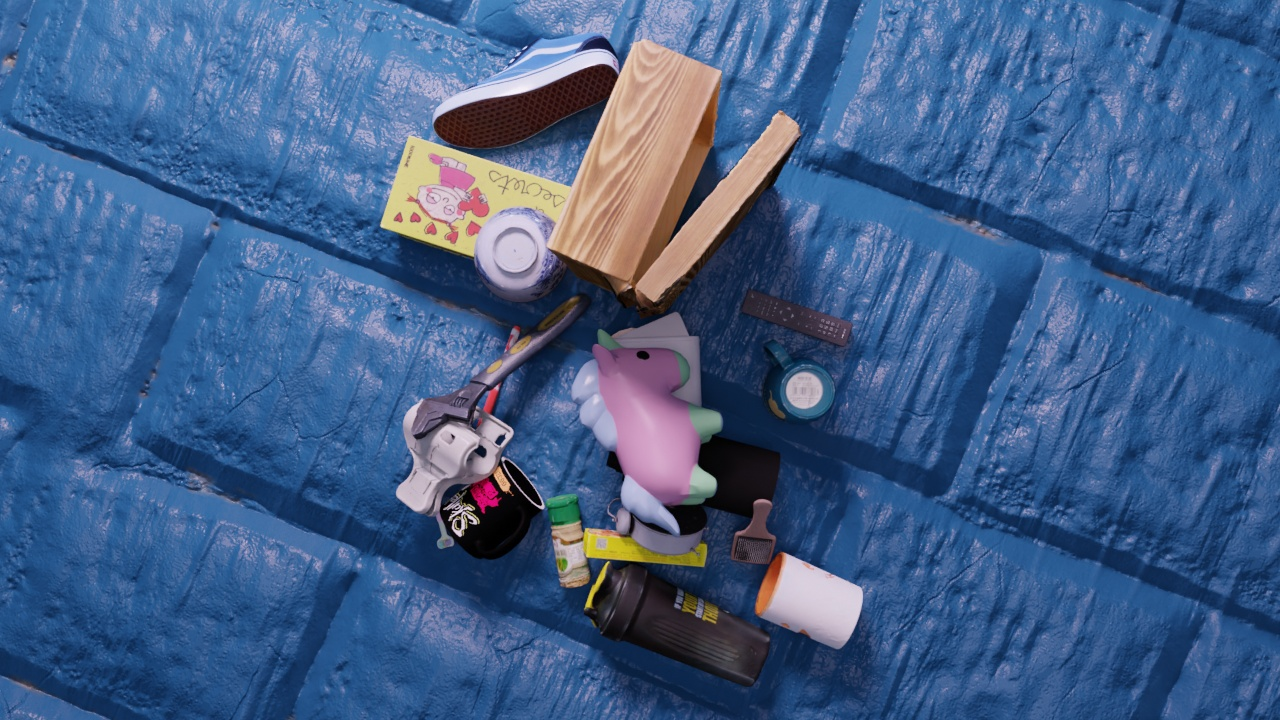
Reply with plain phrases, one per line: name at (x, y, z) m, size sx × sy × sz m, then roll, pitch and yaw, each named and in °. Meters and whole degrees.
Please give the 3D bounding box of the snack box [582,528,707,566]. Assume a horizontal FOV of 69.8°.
snack box at (0.005, 0.228, 1.121) m, size 0.148 × 0.040 × 0.029 m, roll 7°, pitch 90°, yaw -11°

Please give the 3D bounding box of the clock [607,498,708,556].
clock at (0.020, 0.193, 1.110) m, size 0.123 × 0.094 × 0.035 m, roll 15°, pitch 113°, yaw 9°

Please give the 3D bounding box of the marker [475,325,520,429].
marker at (-0.179, 0.024, 1.159) m, size 0.013 × 0.013 × 0.142 m, roll 20°, pitch 90°, yaw 2°

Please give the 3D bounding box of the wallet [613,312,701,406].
wallet at (0.013, 0.000, 1.110) m, size 0.118 × 0.037 × 0.115 m, roll -2°, pitch 90°, yaw -1°

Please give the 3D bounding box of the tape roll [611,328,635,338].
tape roll at (-0.007, 0.007, 1.144) m, size 0.094 × 0.027 × 0.094 m, roll 0°, pitch 90°, yaw 2°

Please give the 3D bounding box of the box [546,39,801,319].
box at (0.033, -0.164, 1.020) m, size 0.192 × 0.279 × 0.251 m, roll 26°, pitch 91°, yaw 1°

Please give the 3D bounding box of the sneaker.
sneaker at (-0.144, -0.341, 1.141) m, size 0.241 × 0.083 × 0.098 m, roll -18°, pitch 55°, yaw 8°

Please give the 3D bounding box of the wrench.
wrench at (-0.165, 0.006, 1.112) m, size 0.272 × 0.022 × 0.073 m, roll -42°, pitch 47°, yaw -18°

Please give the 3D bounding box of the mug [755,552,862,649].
mug at (0.202, 0.290, 1.107) m, size 0.105 × 0.082 × 0.082 m, roll 24°, pitch 90°, yaw 1°

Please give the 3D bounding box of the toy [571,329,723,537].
toy at (0.002, 0.080, 1.026) m, size 0.171 × 0.120 × 0.221 m, roll 11°, pitch 69°, yaw -9°

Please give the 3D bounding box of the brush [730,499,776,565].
brush at (0.138, 0.209, 1.096) m, size 0.050 × 0.136 × 0.015 m, roll 6°, pitch 48°, yaw 3°

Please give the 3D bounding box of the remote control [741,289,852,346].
remote control at (0.194, -0.053, 1.143) m, size 0.136 × 0.015 × 0.032 m, roll 19°, pitch 90°, yaw 5°

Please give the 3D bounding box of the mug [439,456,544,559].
mug at (-0.175, 0.189, 1.109) m, size 0.098 × 0.118 × 0.082 m, roll -39°, pitch 128°, yaw 1°

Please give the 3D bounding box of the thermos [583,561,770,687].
thermos at (0.043, 0.321, 1.113) m, size 0.221 × 0.098 × 0.098 m, roll 24°, pitch 90°, yaw -4°

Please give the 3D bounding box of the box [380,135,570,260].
box at (-0.190, -0.181, 1.129) m, size 0.221 × 0.079 × 0.124 m, roll 20°, pitch 90°, yaw 3°

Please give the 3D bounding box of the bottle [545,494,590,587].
bottle at (-0.090, 0.224, 1.140) m, size 0.043 × 0.043 × 0.111 m, roll -10°, pitch 90°, yaw 2°

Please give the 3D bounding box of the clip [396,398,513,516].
clip at (-0.243, 0.108, 1.098) m, size 0.126 × 0.101 × 0.152 m, roll 26°, pitch 67°, yaw 40°

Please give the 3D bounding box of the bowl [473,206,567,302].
bowl at (-0.142, -0.126, 1.068) m, size 0.114 × 0.045 × 0.114 m, roll 0°, pitch 90°, yaw 1°

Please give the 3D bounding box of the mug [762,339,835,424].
mug at (0.184, 0.024, 1.098) m, size 0.084 × 0.104 × 0.112 m, roll -33°, pitch 89°, yaw 1°

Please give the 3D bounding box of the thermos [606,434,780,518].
thermos at (0.061, 0.128, 1.112) m, size 0.198 × 0.086 × 0.086 m, roll 14°, pitch 90°, yaw 2°

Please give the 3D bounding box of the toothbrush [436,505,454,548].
toothbrush at (-0.263, 0.161, 1.159) m, size 0.022 × 0.015 × 0.154 m, roll -14°, pitch 89°, yaw 0°
